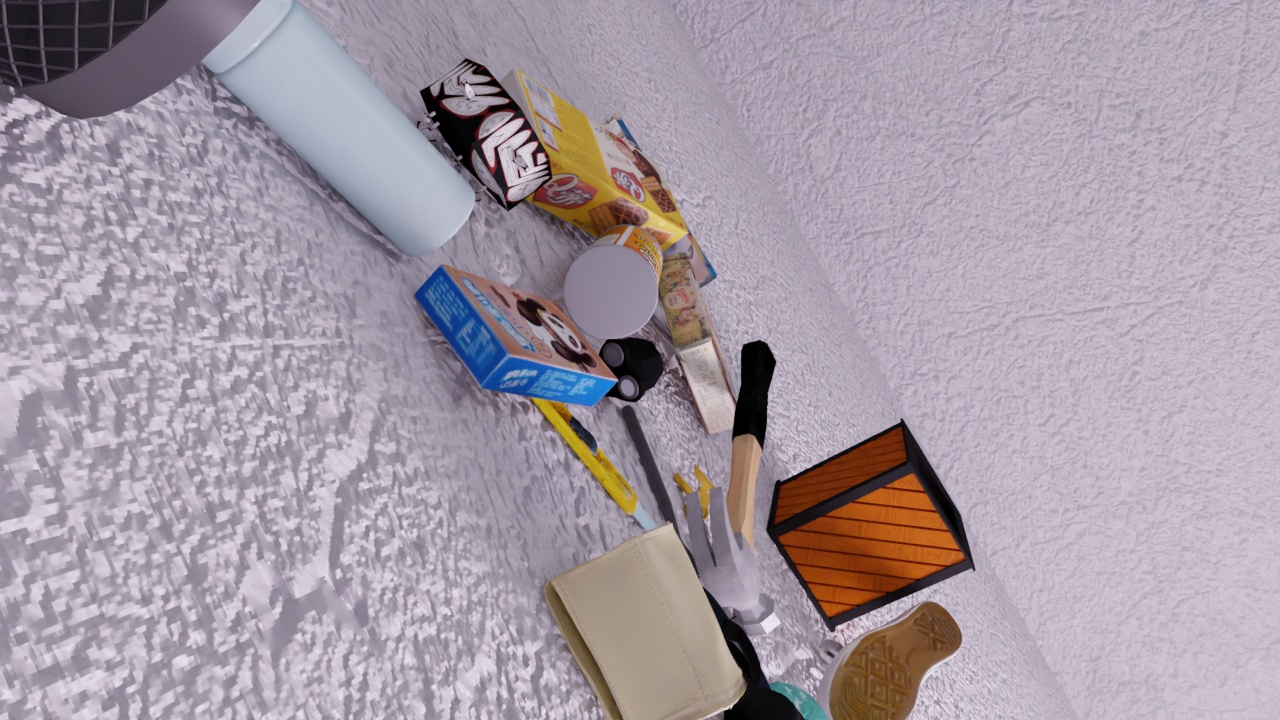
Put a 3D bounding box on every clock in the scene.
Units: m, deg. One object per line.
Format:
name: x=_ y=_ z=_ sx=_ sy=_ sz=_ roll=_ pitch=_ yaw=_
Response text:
clock: x=-0.134 y=-0.177 z=0.753 sx=0.114 sy=0.065 sz=0.155 roll=54 pitch=-9 yaw=-14

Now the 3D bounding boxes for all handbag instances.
handbag: x=0.009 y=0.172 z=0.585 sx=0.119 sy=0.081 sz=0.111 roll=62 pitch=12 yaw=11

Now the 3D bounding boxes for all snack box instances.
snack box: x=0.062 y=-0.019 z=0.994 sx=0.146 sy=0.041 sz=0.143 roll=-101 pitch=170 yaw=-45
snack box: x=-0.054 y=-0.189 z=0.928 sx=0.230 sy=0.062 sz=0.110 roll=21 pitch=41 yaw=-49
snack box: x=-0.084 y=-0.014 z=0.654 sx=0.087 sy=0.034 sz=0.151 roll=50 pitch=15 yaw=23

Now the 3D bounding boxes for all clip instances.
clip: x=0.013 y=0.001 z=0.915 sx=0.102 sy=0.050 sz=0.058 roll=-128 pitch=-156 yaw=-55
clip: x=0.050 y=0.129 z=0.844 sx=0.048 sy=0.045 sz=0.054 roll=-50 pitch=117 yaw=-24

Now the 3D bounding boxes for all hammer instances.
hammer: x=0.100 y=0.092 z=0.875 sx=0.131 sy=0.039 sz=0.327 roll=60 pitch=27 yaw=-29

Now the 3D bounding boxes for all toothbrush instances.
toothbrush: x=0.016 y=0.112 z=0.786 sx=0.167 sy=0.013 sz=0.013 roll=68 pitch=12 yaw=22

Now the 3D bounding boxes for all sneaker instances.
sneaker: x=0.239 y=0.322 z=0.930 sx=0.240 sy=0.088 sz=0.118 roll=-15 pitch=63 yaw=-46

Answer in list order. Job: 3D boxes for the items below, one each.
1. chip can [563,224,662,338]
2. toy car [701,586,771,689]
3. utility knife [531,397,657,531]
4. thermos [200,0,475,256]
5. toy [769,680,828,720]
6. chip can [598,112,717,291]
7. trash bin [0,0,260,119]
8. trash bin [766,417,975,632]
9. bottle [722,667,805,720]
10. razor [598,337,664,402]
chip can: x=-0.019 y=-0.077 z=0.824 sx=0.075 sy=0.075 sz=0.214 roll=57 pitch=9 yaw=-9
toy car: x=0.070 y=0.229 z=0.715 sx=0.112 sy=0.034 sz=0.046 roll=58 pitch=19 yaw=-3
utility knife: x=-0.037 y=0.074 z=0.710 sx=0.179 sy=0.017 sz=0.030 roll=56 pitch=27 yaw=-21
thermos: x=-0.191 y=-0.154 z=0.560 sx=0.207 sy=0.078 sz=0.065 roll=48 pitch=26 yaw=-37
toy: x=0.136 y=0.316 z=0.762 sx=0.085 sy=0.033 sz=0.105 roll=2 pitch=61 yaw=-56
chip can: x=0.003 y=-0.178 z=1.091 sx=0.229 sy=0.080 sz=0.079 roll=58 pitch=19 yaw=-6
trash bin: x=-0.252 y=-0.229 z=0.311 sx=0.227 sy=0.218 sz=0.217 roll=40 pitch=27 yaw=-54
trash bin: x=0.260 y=0.185 z=1.049 sx=0.139 sy=0.172 sz=0.139 roll=57 pitch=19 yaw=-7
bottle: x=0.092 y=0.273 z=0.666 sx=0.181 sy=0.059 sz=0.059 roll=55 pitch=20 yaw=-14
razor: x=-0.005 y=0.005 z=0.825 sx=0.057 sy=0.060 sz=0.156 roll=65 pitch=15 yaw=1
